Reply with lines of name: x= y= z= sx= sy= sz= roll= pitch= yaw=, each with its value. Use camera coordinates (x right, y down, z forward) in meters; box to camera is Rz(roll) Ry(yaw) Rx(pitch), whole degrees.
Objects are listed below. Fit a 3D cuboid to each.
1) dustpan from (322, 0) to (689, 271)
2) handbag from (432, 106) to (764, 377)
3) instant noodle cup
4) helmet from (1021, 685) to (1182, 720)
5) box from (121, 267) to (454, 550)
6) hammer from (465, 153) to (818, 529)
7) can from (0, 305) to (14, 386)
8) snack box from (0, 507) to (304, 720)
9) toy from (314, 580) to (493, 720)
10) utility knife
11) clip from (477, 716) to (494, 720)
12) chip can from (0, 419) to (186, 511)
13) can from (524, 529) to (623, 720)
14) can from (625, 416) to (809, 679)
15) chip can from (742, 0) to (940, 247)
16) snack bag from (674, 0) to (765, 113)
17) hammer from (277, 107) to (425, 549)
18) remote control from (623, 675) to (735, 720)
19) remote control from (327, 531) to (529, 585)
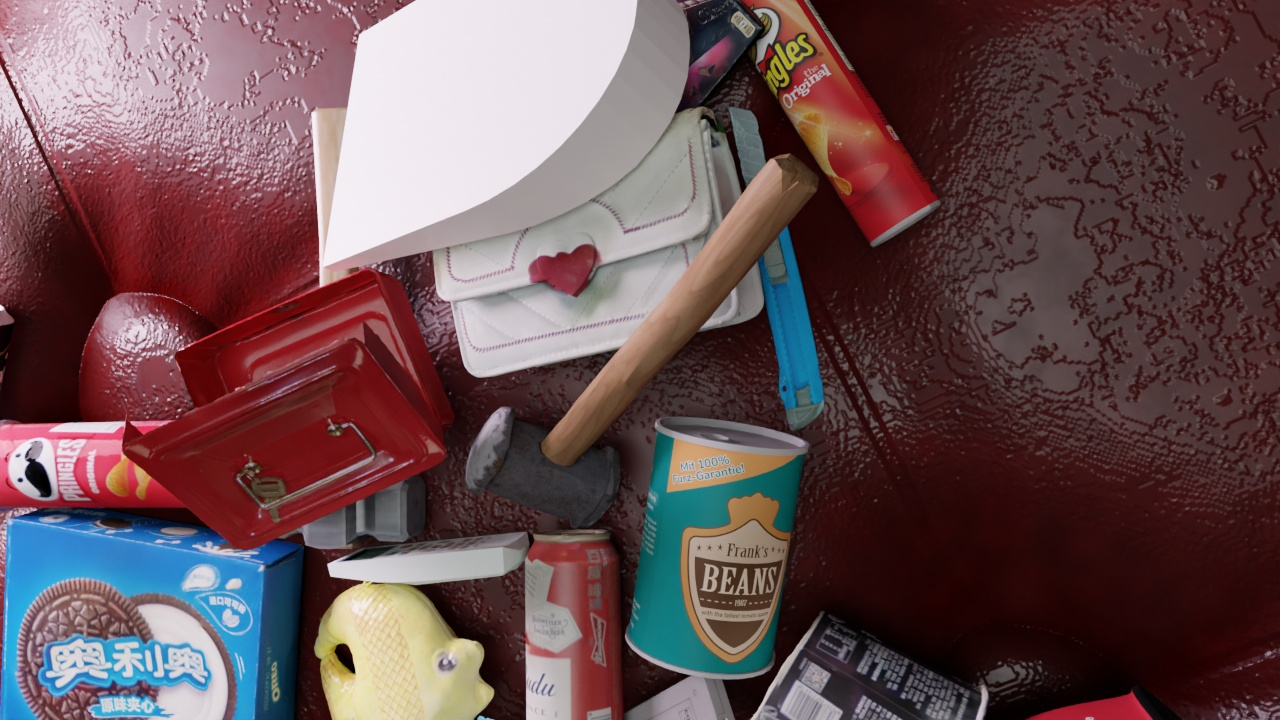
dustpan: x=-0.091 y=-0.168 z=0.595 sx=0.258 sy=0.053 sz=0.191 roll=-13 pitch=65 yaw=34
handbag: x=-0.031 y=-0.074 z=0.599 sx=0.199 sy=0.096 sz=0.142 roll=-13 pitch=92 yaw=22
instant noodle cup: x=0.134 y=0.230 z=0.576 sx=0.112 sy=0.137 sz=0.137 roll=33 pitch=100 yaw=19
helmet: x=0.282 y=0.328 z=0.509 sx=0.271 sy=0.197 sz=0.225 roll=38 pitch=100 yaw=0
box: x=-0.222 y=0.023 z=0.614 sx=0.157 sy=0.156 sz=0.147 roll=-23 pitch=129 yaw=-1
hammer: x=-0.003 y=0.003 z=0.540 sx=0.098 sy=0.052 sz=0.329 roll=23 pitch=135 yaw=-20
can: x=-0.565 y=0.014 z=0.750 sx=0.072 sy=0.071 sz=0.128 roll=18 pitch=97 yaw=11
snack box: x=-0.389 y=0.229 z=0.729 sx=0.239 sy=0.056 sz=0.195 roll=7 pitch=96 yaw=13
toy: x=-0.178 y=0.243 z=0.680 sx=0.155 sy=0.064 sz=0.170 roll=-20 pitch=81 yaw=25
utility knife: x=0.091 y=-0.064 z=0.623 sx=0.031 sy=0.015 sz=0.225 roll=-13 pitch=89 yaw=9
clip: x=-0.087 y=0.295 z=0.645 sx=0.031 sy=0.121 sz=0.130 roll=-7 pitch=79 yaw=44
chip can: x=-0.399 y=0.081 z=0.716 sx=0.233 sy=0.073 sz=0.073 roll=-2 pitch=93 yaw=12
can: x=-0.045 y=0.204 z=0.632 sx=0.067 sy=0.067 sz=0.170 roll=-2 pitch=84 yaw=13
can: x=0.049 y=0.117 z=0.598 sx=0.099 sy=0.099 sz=0.144 roll=9 pitch=95 yaw=12
chip can: x=0.113 y=-0.176 z=0.591 sx=0.052 sy=0.051 sz=0.214 roll=-32 pitch=86 yaw=13
snack bag: x=0.009 y=-0.186 z=0.608 sx=0.074 sy=0.018 sz=0.156 roll=47 pitch=123 yaw=5
hammer: x=-0.224 y=-0.023 z=0.682 sx=0.117 sy=0.051 sz=0.323 roll=0 pitch=91 yaw=8
remote control: x=0.020 y=0.262 z=0.609 sx=0.151 sy=0.019 sz=0.074 roll=-48 pitch=51 yaw=45
remote control: x=-0.151 y=0.148 z=0.672 sx=0.143 sy=0.049 sz=0.024 roll=-8 pitch=91 yaw=14
